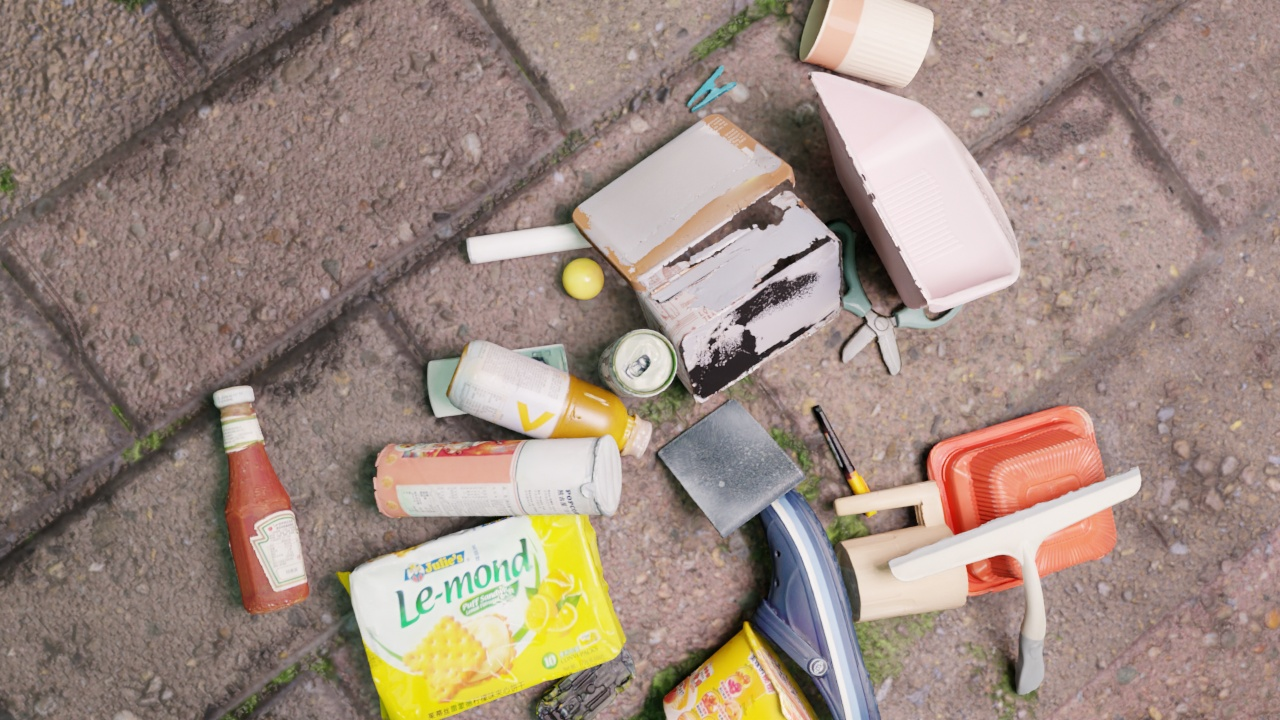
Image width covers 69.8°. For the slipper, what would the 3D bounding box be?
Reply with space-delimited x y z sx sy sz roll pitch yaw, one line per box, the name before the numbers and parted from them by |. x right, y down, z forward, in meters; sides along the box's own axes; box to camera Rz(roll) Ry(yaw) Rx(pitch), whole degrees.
slipper | 0.154 0.246 0.864 0.095 0.105 0.252 -18 81 2

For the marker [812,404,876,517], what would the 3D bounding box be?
marker | 0.205 0.100 0.920 0.015 0.018 0.124 -28 91 -6

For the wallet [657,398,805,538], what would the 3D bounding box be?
wallet | 0.083 0.099 0.872 0.097 0.019 0.121 -34 49 -7

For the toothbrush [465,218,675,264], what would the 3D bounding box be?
toothbrush | -0.058 -0.122 0.894 0.221 0.026 0.026 -9 112 -6

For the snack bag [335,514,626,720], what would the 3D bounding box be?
snack bag | -0.142 0.230 0.855 0.246 0.068 0.158 -17 91 -6

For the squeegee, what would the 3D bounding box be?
squeegee | 0.365 0.245 0.864 0.246 0.039 0.247 -19 121 -5

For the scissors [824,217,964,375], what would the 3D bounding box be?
scissors | 0.260 -0.077 0.931 0.178 0.019 0.170 -21 89 -7

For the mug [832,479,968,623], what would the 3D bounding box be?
mug | 0.247 0.186 0.891 0.103 0.084 0.124 -9 87 -4

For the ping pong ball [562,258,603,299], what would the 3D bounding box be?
ping pong ball | -0.055 -0.079 0.886 0.040 0.040 0.040 0 88 -6

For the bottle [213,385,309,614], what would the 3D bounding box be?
bottle | -0.353 0.126 0.841 0.059 0.060 0.206 -13 87 -6

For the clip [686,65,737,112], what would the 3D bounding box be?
clip | 0.069 -0.270 0.918 0.056 0.015 0.049 -43 95 -7

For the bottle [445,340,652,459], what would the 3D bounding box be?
bottle | -0.081 0.042 0.848 0.189 0.068 0.068 22 86 -11

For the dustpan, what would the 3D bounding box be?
dustpan | 0.268 -0.159 0.830 0.139 0.273 0.222 -26 81 11

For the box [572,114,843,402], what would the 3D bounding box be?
box | 0.060 -0.101 0.866 0.183 0.157 0.193 -32 57 -6

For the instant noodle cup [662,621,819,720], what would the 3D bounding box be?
instant noodle cup | 0.094 0.330 0.850 0.110 0.138 0.138 -35 92 2

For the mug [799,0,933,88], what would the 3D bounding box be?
mug | 0.223 -0.333 0.909 0.106 0.082 0.114 15 57 -7

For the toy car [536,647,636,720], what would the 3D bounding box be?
toy car | -0.052 0.315 0.881 0.105 0.032 0.048 -37 92 -17

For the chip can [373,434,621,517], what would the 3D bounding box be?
chip can | -0.129 0.106 0.822 0.215 0.071 0.071 -4 89 16

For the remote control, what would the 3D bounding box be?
remote control | -0.136 0.019 0.885 0.135 0.019 0.056 -7 90 -6

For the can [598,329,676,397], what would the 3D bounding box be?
can | -0.005 0.005 0.835 0.058 0.147 0.058 0 88 -7

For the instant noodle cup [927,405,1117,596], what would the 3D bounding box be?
instant noodle cup | 0.392 0.141 0.909 0.188 0.079 0.164 -15 94 -11
